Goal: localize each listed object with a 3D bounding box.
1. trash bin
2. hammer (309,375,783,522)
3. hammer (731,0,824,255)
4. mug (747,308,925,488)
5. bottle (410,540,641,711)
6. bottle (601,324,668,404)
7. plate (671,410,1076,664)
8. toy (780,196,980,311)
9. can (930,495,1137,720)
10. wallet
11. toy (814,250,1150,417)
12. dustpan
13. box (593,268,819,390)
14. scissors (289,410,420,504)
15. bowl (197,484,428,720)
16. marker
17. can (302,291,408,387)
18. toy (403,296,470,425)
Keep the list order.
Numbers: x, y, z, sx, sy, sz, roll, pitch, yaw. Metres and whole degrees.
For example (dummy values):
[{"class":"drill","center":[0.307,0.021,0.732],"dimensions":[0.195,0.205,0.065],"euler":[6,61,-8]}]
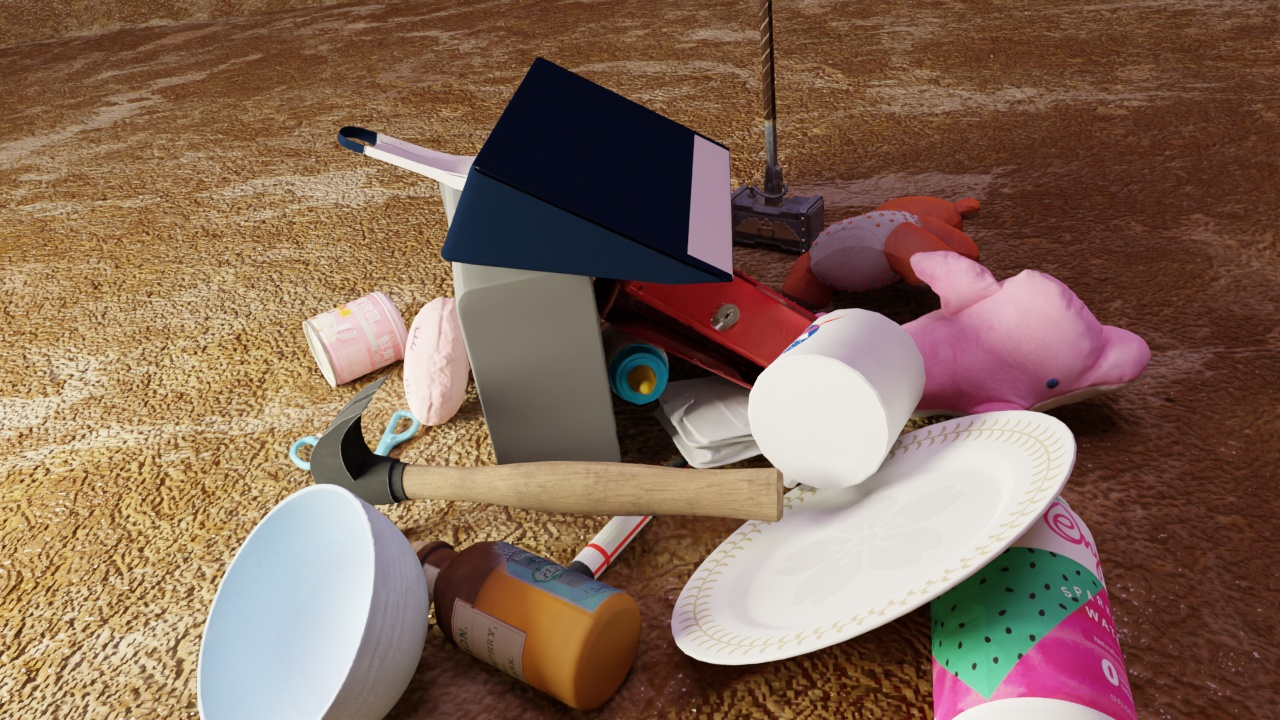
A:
[{"class":"trash bin","center":[-0.088,-0.036,0.718],"dimensions":[0.097,0.192,0.219],"euler":[-12,34,-6]},{"class":"hammer","center":[-0.063,0.077,0.592],"dimensions":[0.306,0.132,0.040],"euler":[1,33,11]},{"class":"hammer","center":[0.125,-0.258,0.889],"dimensions":[0.099,0.322,0.044],"euler":[15,39,31]},{"class":"mug","center":[0.125,0.035,0.609],"dimensions":[0.091,0.121,0.089],"euler":[31,34,16]},{"class":"bottle","center":[-0.081,0.145,0.546],"dimensions":[0.157,0.068,0.067],"euler":[15,39,31]},{"class":"bottle","center":[-0.004,0.004,0.719],"dimensions":[0.051,0.051,0.146],"euler":[-11,14,-5]},{"class":"plate","center":[0.126,0.098,0.516],"dimensions":[0.242,0.016,0.242],"euler":[-30,5,3]},{"class":"toy","center":[0.225,-0.095,0.820],"dimensions":[0.164,0.093,0.172],"euler":[-15,9,44]},{"class":"can","center":[0.195,0.142,0.470],"dimensions":[0.088,0.088,0.165],"euler":[2,34,15]},{"class":"wallet","center":[0.060,0.039,0.699],"dimensions":[0.086,0.032,0.116],"euler":[-12,22,-15]},{"class":"toy","center":[0.224,-0.017,0.676],"dimensions":[0.266,0.128,0.186],"euler":[-6,37,23]},{"class":"dustpan","center":[-0.075,-0.135,0.655],"dimensions":[0.273,0.080,0.235],"euler":[23,32,-10]},{"class":"box","center":[0.044,-0.039,0.718],"dimensions":[0.158,0.087,0.129],"euler":[27,7,-14]},{"class":"scissors","center":[-0.217,0.077,0.739],"dimensions":[0.136,0.015,0.125],"euler":[28,47,35]},{"class":"bowl","center":[-0.174,0.154,0.524],"dimensions":[0.151,0.074,0.150],"euler":[-20,54,30]},{"class":"marker","center":[-0.005,0.107,0.633],"dimensions":[0.019,0.019,0.145],"euler":[15,40,32]},{"class":"can","center":[-0.260,-0.020,0.843],"dimensions":[0.076,0.067,0.067],"euler":[-26,37,-25]},{"class":"toy","center":[-0.172,-0.002,0.774],"dimensions":[0.053,0.108,0.105],"euler":[4,7,-14]}]
